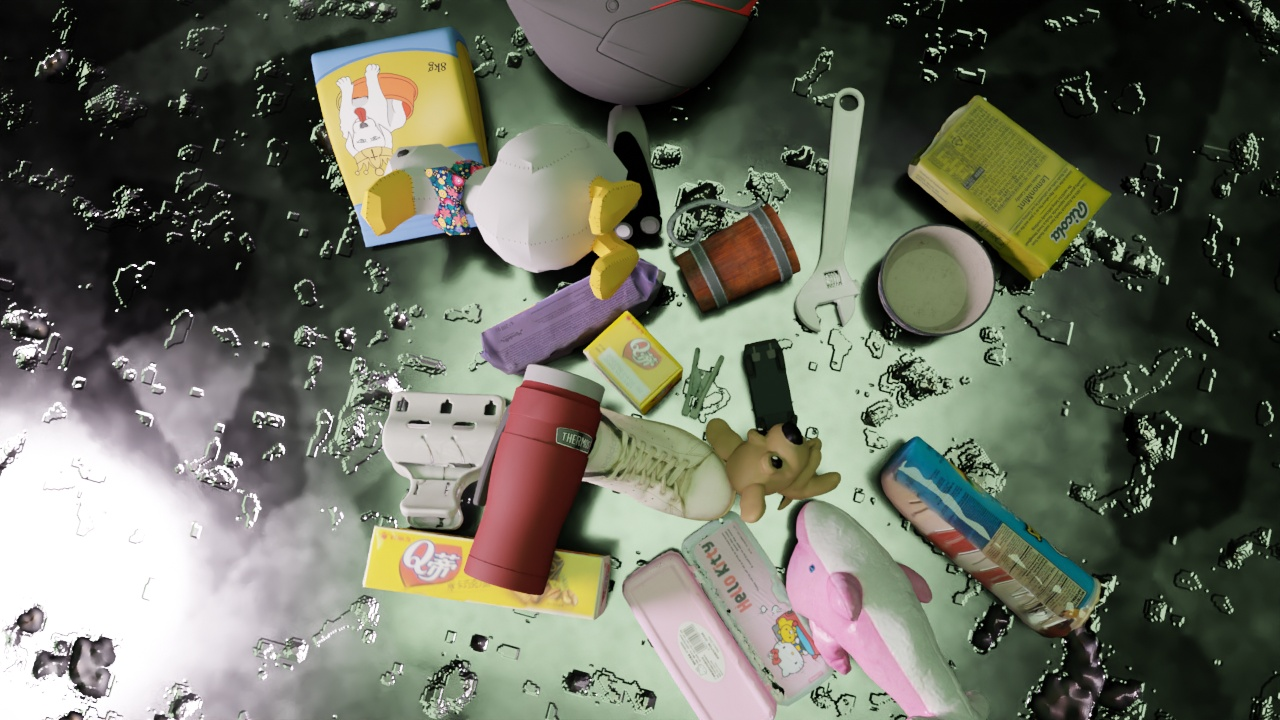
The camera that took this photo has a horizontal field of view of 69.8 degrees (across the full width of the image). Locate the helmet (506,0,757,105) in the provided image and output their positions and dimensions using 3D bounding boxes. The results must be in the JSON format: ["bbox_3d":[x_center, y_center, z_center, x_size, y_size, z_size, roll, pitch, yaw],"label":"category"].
[{"bbox_3d":[-0.014,-0.354,0.953,0.265,0.164,0.170,15,114,0],"label":"helmet"}]

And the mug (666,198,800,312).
[{"bbox_3d":[0.092,-0.120,0.961,0.111,0.081,0.117,-26,102,4],"label":"mug"}]

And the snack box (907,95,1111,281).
[{"bbox_3d":[0.382,-0.184,0.965,0.181,0.045,0.121,41,75,7],"label":"snack box"}]

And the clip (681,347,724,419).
[{"bbox_3d":[0.064,0.026,0.981,0.035,0.023,0.074,19,87,4],"label":"clip"}]

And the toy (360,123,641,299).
[{"bbox_3d":[-0.119,-0.166,0.906,0.268,0.141,0.245,26,47,25],"label":"toy"}]

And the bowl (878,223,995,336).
[{"bbox_3d":[0.303,-0.079,0.958,0.115,0.059,0.115,0,84,3],"label":"bowl"}]

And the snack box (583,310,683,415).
[{"bbox_3d":[-0.006,0.006,0.945,0.061,0.106,0.083,-44,84,-4],"label":"snack box"}]

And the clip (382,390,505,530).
[{"bbox_3d":[-0.208,0.108,0.970,0.126,0.092,0.151,1,71,5],"label":"clip"}]

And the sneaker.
[{"bbox_3d":[-0.014,0.095,0.937,0.241,0.102,0.089,20,86,5],"label":"sneaker"}]

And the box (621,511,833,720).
[{"bbox_3d":[0.090,0.276,0.943,0.154,0.045,0.201,-33,84,-1],"label":"box"}]

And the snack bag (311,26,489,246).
[{"bbox_3d":[-0.248,-0.238,0.995,0.159,0.102,0.205,-10,100,2],"label":"snack bag"}]

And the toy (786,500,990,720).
[{"bbox_3d":[0.219,0.264,0.893,0.128,0.186,0.265,-50,56,27],"label":"toy"}]

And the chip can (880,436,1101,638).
[{"bbox_3d":[0.344,0.177,0.924,0.229,0.080,0.080,40,87,7],"label":"chip can"}]

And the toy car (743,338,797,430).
[{"bbox_3d":[0.137,0.033,0.968,0.046,0.034,0.112,-11,99,5],"label":"toy car"}]

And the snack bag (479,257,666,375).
[{"bbox_3d":[-0.067,-0.045,0.960,0.205,0.096,0.058,-26,89,1],"label":"snack bag"}]

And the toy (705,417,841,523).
[{"bbox_3d":[0.138,0.109,0.922,0.108,0.134,0.106,20,122,-33],"label":"toy"}]

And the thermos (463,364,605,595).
[{"bbox_3d":[-0.106,0.107,0.856,0.108,0.084,0.198,9,79,41],"label":"thermos"}]

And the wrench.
[{"bbox_3d":[0.213,-0.165,0.995,0.066,0.018,0.273,7,84,4],"label":"wrench"}]

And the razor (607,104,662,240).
[{"bbox_3d":[-0.011,-0.209,0.996,0.057,0.060,0.156,-10,64,14],"label":"razor"}]

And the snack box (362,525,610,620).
[{"bbox_3d":[-0.149,0.214,0.929,0.230,0.110,0.061,7,79,4],"label":"snack box"}]
